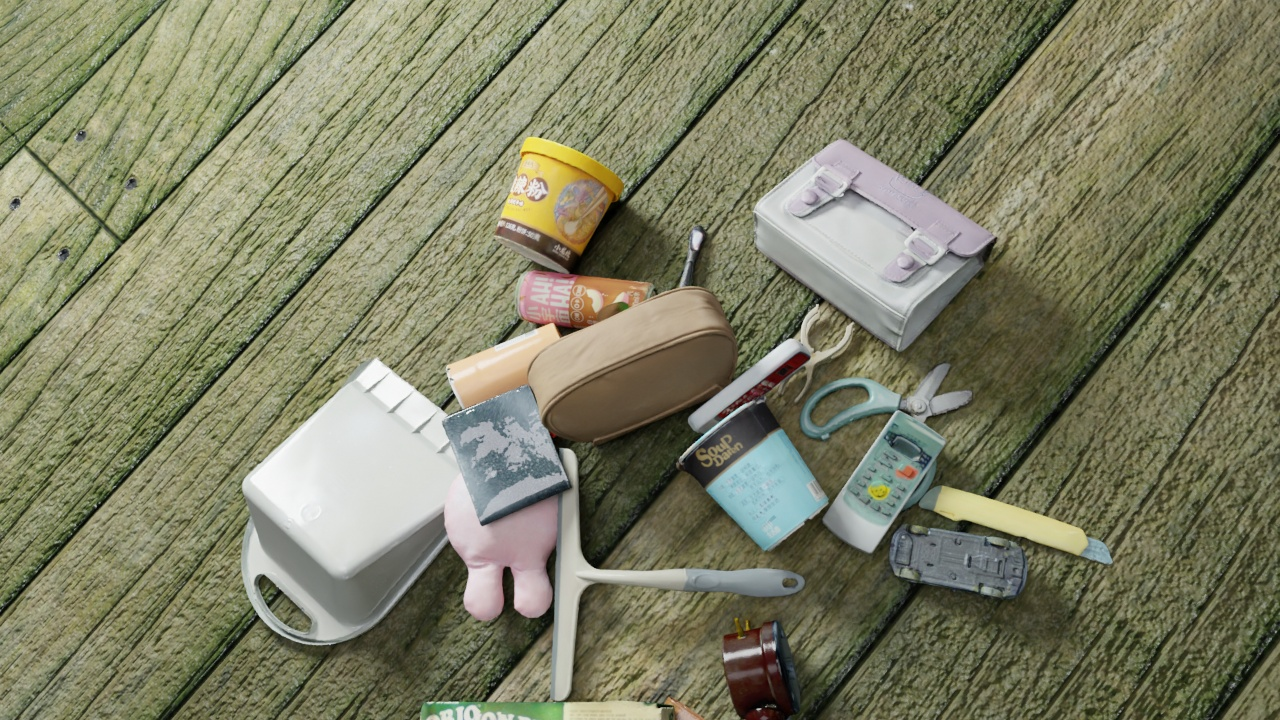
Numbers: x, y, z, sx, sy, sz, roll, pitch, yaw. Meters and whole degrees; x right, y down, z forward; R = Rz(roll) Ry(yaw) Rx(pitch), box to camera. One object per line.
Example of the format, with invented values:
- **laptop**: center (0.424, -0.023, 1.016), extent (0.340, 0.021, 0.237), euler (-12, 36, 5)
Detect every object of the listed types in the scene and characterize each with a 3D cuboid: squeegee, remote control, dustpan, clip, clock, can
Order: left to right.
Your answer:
- **dustpan**: center (-0.310, 0.167, 0.997), extent (0.223, 0.143, 0.257), euler (35, 53, 20)
- **can**: center (-0.057, -0.062, 0.987), extent (0.147, 0.058, 0.057), euler (8, 75, 14)
- **squeegee**: center (0.034, 0.211, 0.882), extent (0.247, 0.039, 0.246), euler (1, 84, 7)
- **remote control**: center (0.108, 0.028, 0.909), extent (0.136, 0.055, 0.020), euler (-39, 68, 14)
- **clock**: center (0.112, 0.293, 0.827), extent (0.055, 0.082, 0.121), euler (-15, 69, 12)
- **clip**: center (0.168, -0.014, 0.938), extent (0.104, 0.035, 0.089), euler (-40, 73, 6)
- **remote control**: center (0.231, 0.116, 0.871), extent (0.056, 0.019, 0.135), euler (35, 83, 18)

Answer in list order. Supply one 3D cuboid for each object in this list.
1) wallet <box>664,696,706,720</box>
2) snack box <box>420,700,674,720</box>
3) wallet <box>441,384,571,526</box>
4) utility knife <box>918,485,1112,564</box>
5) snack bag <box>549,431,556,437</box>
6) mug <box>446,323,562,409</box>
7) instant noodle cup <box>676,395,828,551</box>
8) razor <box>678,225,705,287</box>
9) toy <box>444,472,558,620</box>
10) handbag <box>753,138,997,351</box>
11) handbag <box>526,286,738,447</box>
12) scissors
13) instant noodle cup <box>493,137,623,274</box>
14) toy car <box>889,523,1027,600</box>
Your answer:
- **wallet**: center (0.039, 0.395, 0.838), extent (0.108, 0.031, 0.131), euler (27, 80, 22)
- **snack box**: center (-0.087, 0.372, 0.837), extent (0.240, 0.063, 0.114), euler (-7, 67, 17)
- **wallet**: center (-0.134, 0.091, 0.913), extent (0.097, 0.019, 0.120), euler (-22, 70, -8)
- **utility knife**: center (0.350, 0.152, 0.854), extent (0.175, 0.019, 0.031), euler (17, 81, 18)
- **snack bag**: center (-0.135, 0.082, 0.973), extent (0.105, 0.026, 0.045), euler (-24, 55, 2)
- **mug**: center (-0.134, 0.012, 0.973), extent (0.123, 0.078, 0.078), euler (-28, 69, -1)
- **instant noodle cup**: center (0.112, 0.113, 0.877), extent (0.111, 0.111, 0.120), euler (-37, 78, -1)
- **razor**: center (0.050, -0.083, 0.990), extent (0.043, 0.022, 0.142), euler (10, 75, 13)
- **toy**: center (-0.137, 0.179, 0.925), extent (0.121, 0.054, 0.159), euler (0, 76, -8)
- **handbag**: center (0.232, -0.125, 0.922), extent (0.144, 0.098, 0.197), euler (-41, 65, -17)
- **handbag**: center (-0.005, 0.005, 0.910), extent (0.204, 0.148, 0.099), euler (-22, 57, 4)
- **scissors**: center (0.251, 0.079, 0.899), extent (0.174, 0.019, 0.176), euler (-13, 70, 7)
- **instant noodle cup**: center (-0.095, -0.165, 1.002), extent (0.118, 0.118, 0.114), euler (24, 87, 18)
- **toy car**: center (0.292, 0.186, 0.847), extent (0.121, 0.037, 0.054), euler (7, 75, 24)
